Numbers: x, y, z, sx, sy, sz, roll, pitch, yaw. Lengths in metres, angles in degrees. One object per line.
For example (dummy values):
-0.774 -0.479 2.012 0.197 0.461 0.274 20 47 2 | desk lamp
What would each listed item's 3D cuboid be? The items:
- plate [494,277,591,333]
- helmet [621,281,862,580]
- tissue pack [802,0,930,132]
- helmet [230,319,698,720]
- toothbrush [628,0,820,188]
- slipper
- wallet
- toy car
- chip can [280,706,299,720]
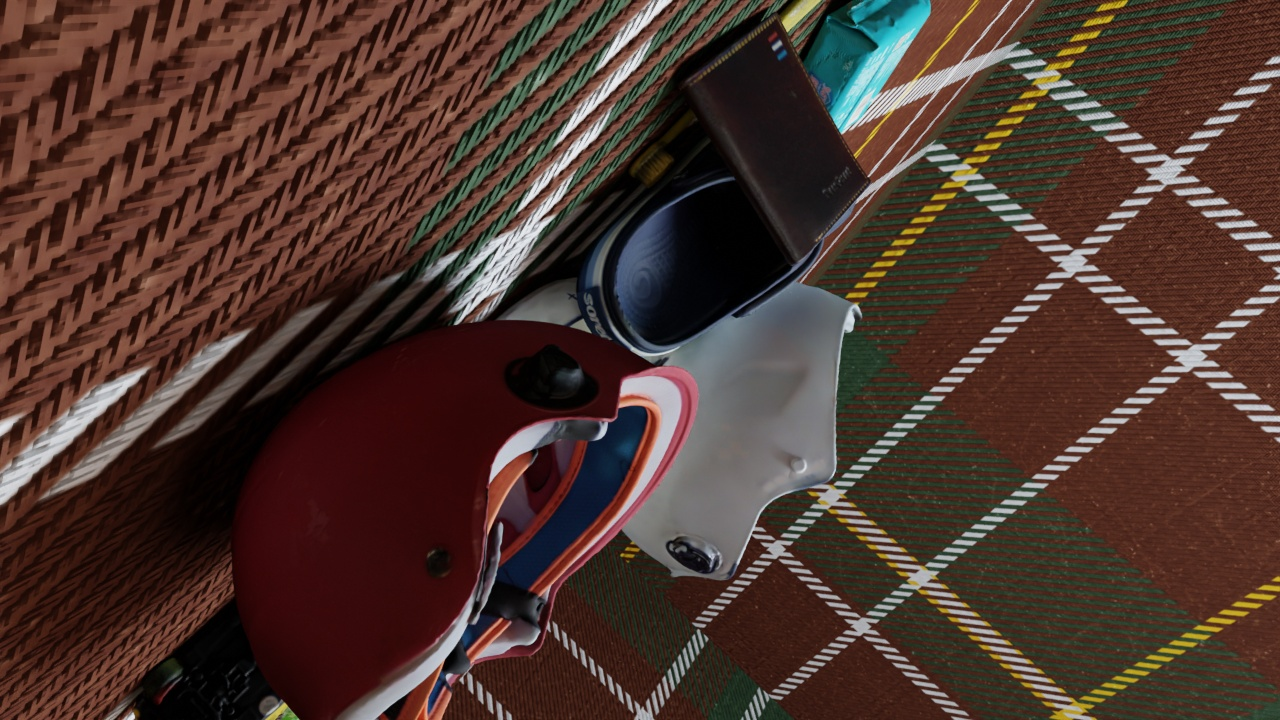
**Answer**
-0.087 0.023 0.621 0.204 0.045 0.205 -46 171 -10 | plate
0.041 0.037 0.694 0.259 0.146 0.228 -50 -170 47 | helmet
0.160 -0.228 0.708 0.093 0.050 0.134 -40 168 -34 | tissue pack
-0.090 0.064 0.443 0.239 0.144 0.207 -43 161 -39 | helmet
0.062 -0.176 0.562 0.190 0.016 0.016 -47 173 -8 | toothbrush
0.064 -0.091 0.583 0.252 0.105 0.095 -38 -159 -34 | slipper
0.082 -0.130 0.535 0.096 0.122 0.020 -44 -163 -32 | wallet
-0.219 0.172 0.539 0.155 0.071 0.041 -46 170 -20 | toy car
-0.335 0.350 0.762 0.220 0.072 0.073 -37 166 -52 | chip can
